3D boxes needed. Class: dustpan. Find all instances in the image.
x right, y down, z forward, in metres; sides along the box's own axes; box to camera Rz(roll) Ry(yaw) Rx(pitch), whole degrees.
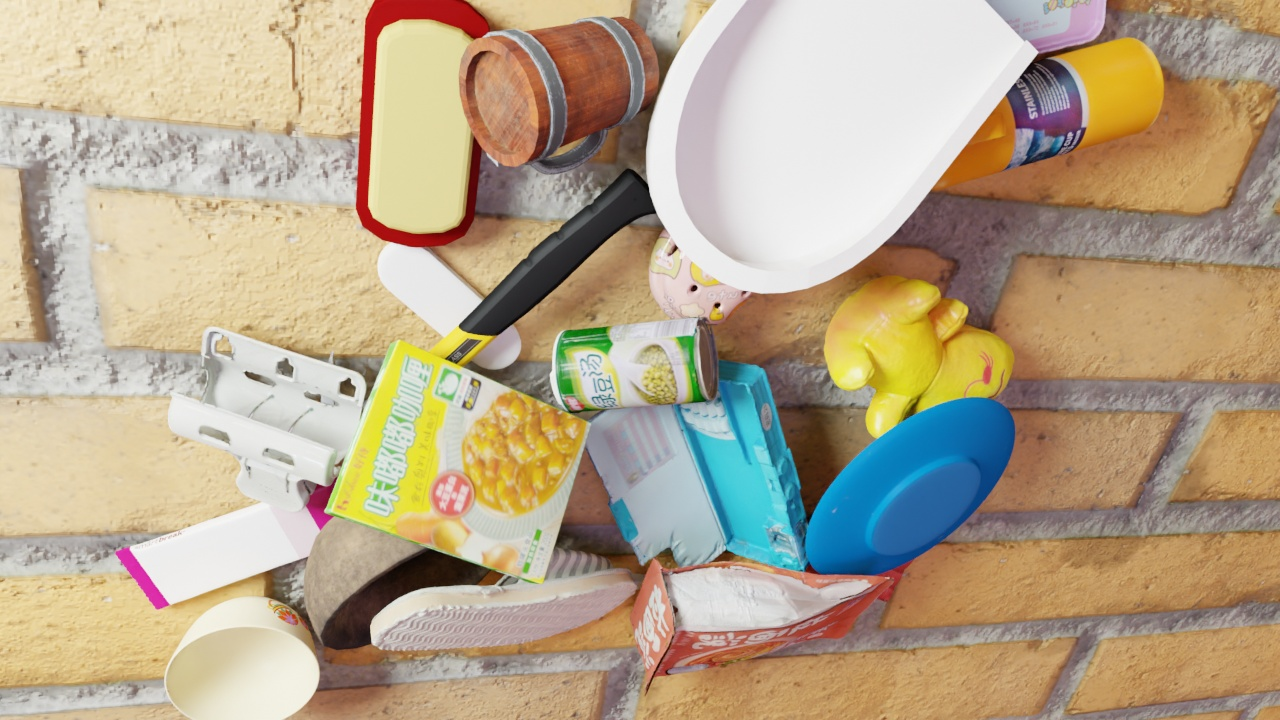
[{"bbox_3d":[0.119,-0.167,0.613,0.191,0.053,0.258,38,101,-15],"label":"dustpan"}]

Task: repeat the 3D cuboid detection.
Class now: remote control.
[{"bbox_3d":[-0.146,-0.041,0.710,0.043,0.013,0.136,-40,122,9],"label":"remote control"}]

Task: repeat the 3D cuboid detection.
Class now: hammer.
[{"bbox_3d":[-0.117,-0.028,0.697,0.324,0.029,0.127,-40,121,15],"label":"hammer"}]

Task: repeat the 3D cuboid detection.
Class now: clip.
[{"bbox_3d":[-0.278,0.061,0.677,0.126,0.105,0.152,20,115,2],"label":"clip"}]

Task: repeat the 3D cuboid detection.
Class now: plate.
[{"bbox_3d":[0.251,0.127,0.826,0.224,0.024,0.225,-17,134,-18],"label":"plate"}]

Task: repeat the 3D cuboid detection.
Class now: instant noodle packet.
[{"bbox_3d":[0.112,0.243,0.869,0.220,0.083,0.165,-3,144,-12],"label":"instant noodle packet"}]

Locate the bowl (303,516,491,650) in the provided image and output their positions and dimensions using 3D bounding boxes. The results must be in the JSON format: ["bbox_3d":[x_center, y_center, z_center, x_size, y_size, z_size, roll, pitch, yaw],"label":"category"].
[{"bbox_3d":[-0.197,0.159,0.745,0.162,0.070,0.162,-30,156,-15],"label":"bowl"}]

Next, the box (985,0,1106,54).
[{"bbox_3d":[0.250,-0.285,0.668,0.214,0.040,0.151,-15,135,-7],"label":"box"}]

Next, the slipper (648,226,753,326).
[{"bbox_3d":[0.085,-0.103,0.702,0.093,0.081,0.197,29,106,-27],"label":"slipper"}]

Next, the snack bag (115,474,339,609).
[{"bbox_3d":[-0.325,0.151,0.767,0.196,0.016,0.070,-19,120,-5],"label":"snack bag"}]

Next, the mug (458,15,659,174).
[{"bbox_3d":[-0.055,-0.169,0.611,0.110,0.081,0.118,-30,157,-36],"label":"mug"}]

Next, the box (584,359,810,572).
[{"bbox_3d":[0.057,0.104,0.819,0.168,0.086,0.227,-14,123,11],"label":"box"}]

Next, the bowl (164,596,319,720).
[{"bbox_3d":[-0.334,0.244,0.783,0.118,0.074,0.118,-7,121,-12],"label":"bowl"}]

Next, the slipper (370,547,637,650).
[{"bbox_3d":[-0.112,0.206,0.796,0.272,0.054,0.115,8,133,-49],"label":"slipper"}]

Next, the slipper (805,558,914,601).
[{"bbox_3d":[0.217,0.212,0.933,0.103,0.059,0.249,30,108,-28],"label":"slipper"}]

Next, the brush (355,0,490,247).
[{"bbox_3d":[-0.148,-0.159,0.625,0.082,0.041,0.174,3,118,-18],"label":"brush"}]

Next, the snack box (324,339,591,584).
[{"bbox_3d":[-0.128,0.078,0.681,0.168,0.027,0.131,25,70,-24],"label":"snack box"}]

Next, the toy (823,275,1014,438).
[{"bbox_3d":[0.238,0.008,0.804,0.193,0.087,0.134,27,96,-36],"label":"toy"}]

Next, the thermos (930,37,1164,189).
[{"bbox_3d":[0.278,-0.188,0.704,0.232,0.076,0.091,-16,162,-7],"label":"thermos"}]

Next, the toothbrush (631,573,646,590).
[{"bbox_3d":[0.077,0.227,0.905,0.187,0.012,0.017,7,133,-4],"label":"toothbrush"}]

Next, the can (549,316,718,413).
[{"bbox_3d":[-0.004,0.004,0.720,0.121,0.067,0.067,-5,124,17],"label":"can"}]
